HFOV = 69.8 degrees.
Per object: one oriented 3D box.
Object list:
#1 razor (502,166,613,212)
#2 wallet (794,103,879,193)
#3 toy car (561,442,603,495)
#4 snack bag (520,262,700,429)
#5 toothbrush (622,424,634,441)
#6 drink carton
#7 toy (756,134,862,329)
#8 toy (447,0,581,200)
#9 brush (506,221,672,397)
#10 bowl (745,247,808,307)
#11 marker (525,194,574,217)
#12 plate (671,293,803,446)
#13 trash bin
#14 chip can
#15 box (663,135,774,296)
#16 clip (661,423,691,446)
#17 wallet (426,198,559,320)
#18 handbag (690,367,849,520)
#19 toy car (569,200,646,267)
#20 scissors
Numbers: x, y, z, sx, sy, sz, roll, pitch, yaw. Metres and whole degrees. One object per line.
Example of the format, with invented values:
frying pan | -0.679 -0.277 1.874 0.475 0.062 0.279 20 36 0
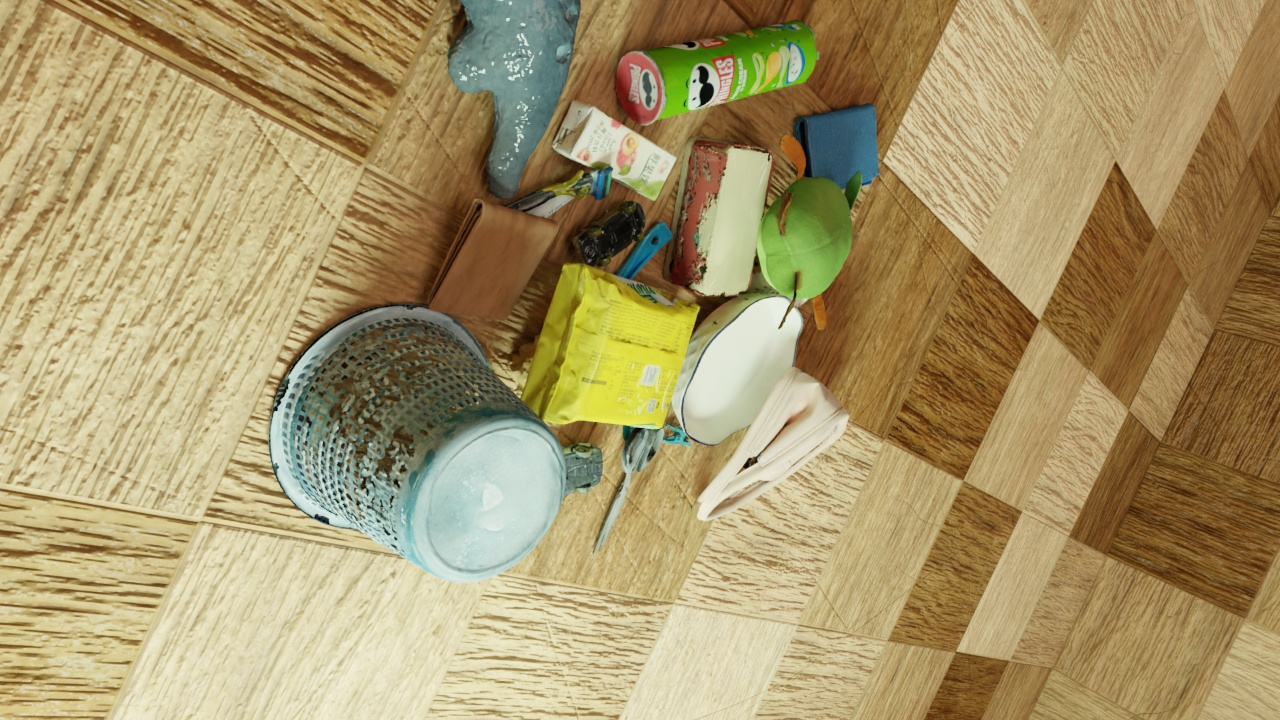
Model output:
razor | -0.094 -0.154 0.876 0.142 0.022 0.043 -23 156 -19
wallet | 0.247 -0.260 1.151 0.132 0.040 0.106 -21 113 -33
toy car | -0.097 0.123 1.008 0.120 0.037 0.054 -12 117 -28
snack bag | -0.019 -0.003 0.945 0.246 0.068 0.158 9 101 -61
toothbrush | -0.006 0.006 1.053 0.018 0.016 0.192 -20 122 -47
drink carton | -0.026 -0.208 0.916 0.122 0.045 0.053 19 100 -45
toy | 0.185 -0.139 1.029 0.246 0.090 0.227 -42 127 -56
toy | -0.124 -0.309 0.761 0.138 0.091 0.357 -21 125 -2
brush | -0.048 -0.052 0.977 0.254 0.046 0.083 -52 131 -17
bowl | 0.189 -0.111 1.148 0.113 0.062 0.114 -17 119 -35
marker | -0.112 -0.132 0.892 0.130 0.018 0.023 -40 156 -22
plate | 0.113 0.006 1.116 0.204 0.045 0.205 -29 139 -29
trash bin | -0.177 0.084 0.801 0.226 0.195 0.227 -19 121 -36
chip can | 0.085 -0.304 0.958 0.235 0.072 0.072 -24 123 -34
box | 0.092 -0.158 1.024 0.091 0.079 0.168 -5 111 -42
clip | 0.046 0.095 1.142 0.056 0.014 0.041 20 95 -44
wallet | -0.138 -0.091 0.860 0.101 0.020 0.115 8 119 -53
handbag | 0.157 0.125 1.181 0.234 0.093 0.193 -45 163 0
toy car | -0.032 -0.133 0.952 0.090 0.035 0.042 -38 131 -25
scissors | -0.014 0.153 1.107 0.144 0.014 0.173 -38 143 -37
